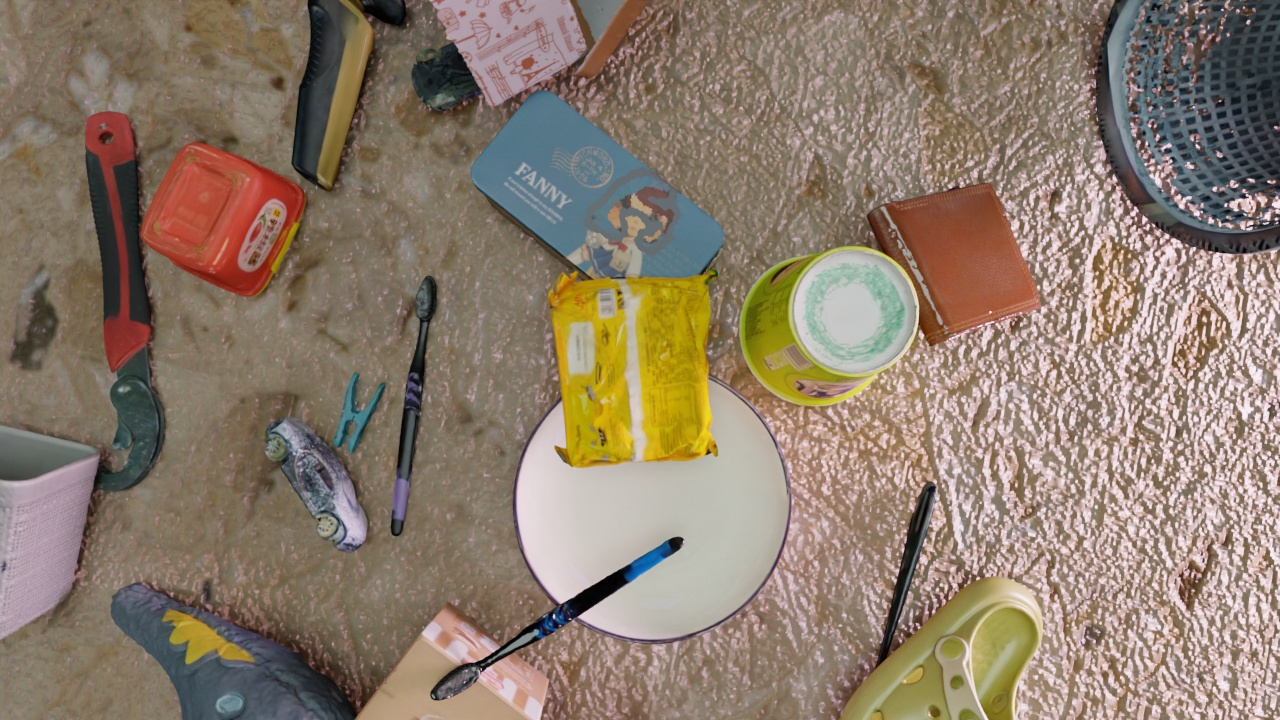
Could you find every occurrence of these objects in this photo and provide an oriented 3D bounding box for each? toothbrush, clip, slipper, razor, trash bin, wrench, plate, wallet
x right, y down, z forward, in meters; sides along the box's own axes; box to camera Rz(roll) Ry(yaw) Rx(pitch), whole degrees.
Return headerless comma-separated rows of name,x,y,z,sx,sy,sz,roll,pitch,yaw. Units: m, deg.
toothbrush,-0.164,0.032,0.656,0.014,0.017,0.189,7,88,-1
clip,-0.203,0.038,0.656,0.040,0.014,0.056,21,85,1
slipper,0.211,0.231,0.614,0.091,0.082,0.190,44,83,-16
razor,-0.212,-0.204,0.654,0.067,0.062,0.167,12,92,-32
toothbrush,-0.047,0.160,0.580,0.189,0.016,0.014,-27,79,-23
toothbrush,0.181,0.173,0.654,0.018,0.016,0.181,21,85,-29
trash bin,0.459,-0.194,0.598,0.195,0.227,0.226,-10,87,-15
wrench,-0.373,-0.044,0.656,0.056,0.016,0.273,-3,87,-2
plate,0.008,0.098,0.644,0.192,0.039,0.192,0,87,-1
wallet,0.219,-0.069,0.635,0.124,0.032,0.101,-16,83,-35

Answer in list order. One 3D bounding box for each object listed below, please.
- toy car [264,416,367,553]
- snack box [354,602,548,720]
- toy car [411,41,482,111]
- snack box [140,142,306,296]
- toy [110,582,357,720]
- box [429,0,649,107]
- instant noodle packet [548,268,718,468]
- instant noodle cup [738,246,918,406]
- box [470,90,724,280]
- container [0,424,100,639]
toy car,-0.220,0.084,0.635,0.031,0.049,0.105,-33,89,-1
snack box,-0.122,0.227,0.606,0.093,0.094,0.077,38,87,1
toy car,-0.120,-0.211,0.661,0.090,0.034,0.043,-25,90,-1
snack box,-0.288,-0.099,0.628,0.082,0.080,0.091,25,87,1
toy,-0.227,0.279,0.594,0.138,0.091,0.356,-36,82,27
box,-0.066,-0.288,0.587,0.178,0.153,0.182,-30,70,2
instant noodle packet,-0.004,0.003,0.595,0.110,0.044,0.128,-4,104,-7
instant noodle cup,0.129,-0.026,0.611,0.111,0.123,0.111,0,86,-1
box,-0.034,-0.107,0.644,0.184,0.061,0.089,36,86,-1
container,-0.428,0.112,0.605,0.090,0.090,0.114,13,99,0
